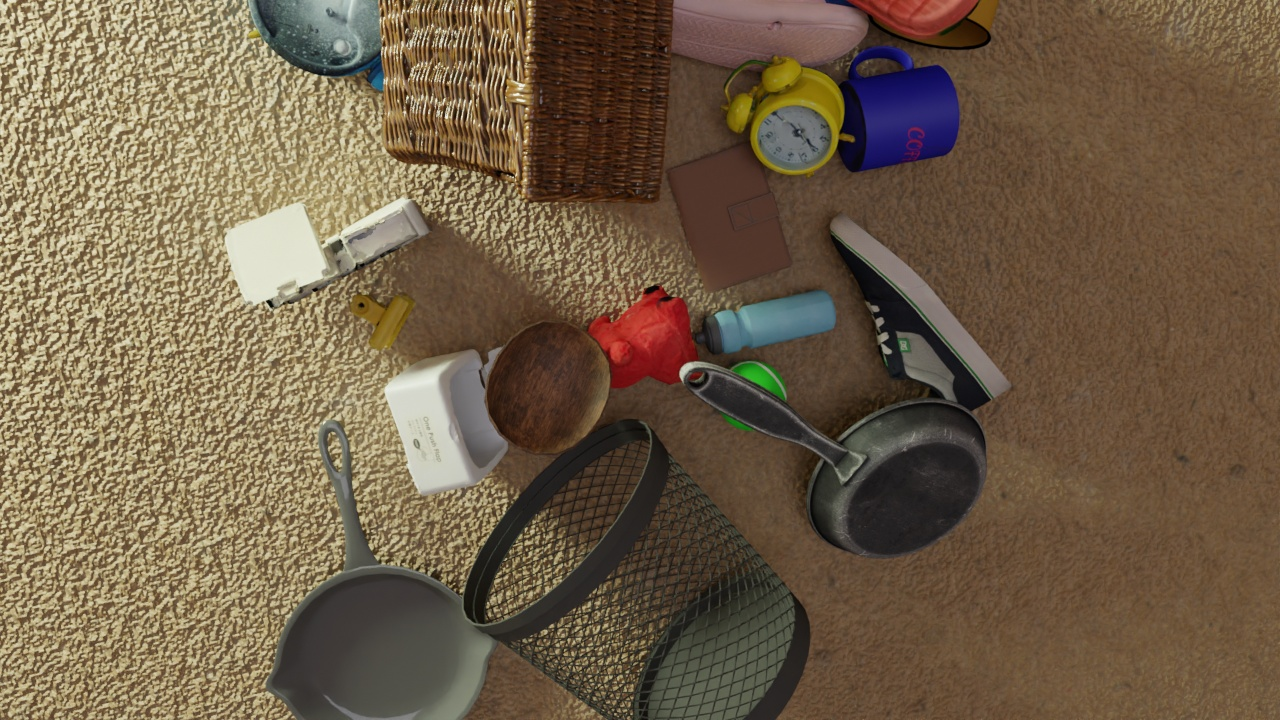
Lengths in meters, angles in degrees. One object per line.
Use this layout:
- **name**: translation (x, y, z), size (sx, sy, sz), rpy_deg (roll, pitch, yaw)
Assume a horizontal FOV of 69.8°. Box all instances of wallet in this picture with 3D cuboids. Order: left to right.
- **wallet**: translation (0.083, -0.131, 0.843), size (0.087, 0.013, 0.121), rpy_deg (-19, 102, -1)

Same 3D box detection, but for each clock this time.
- **clock**: translation (-0.233, -0.284, 0.747), size (0.161, 0.060, 0.117), rpy_deg (15, 98, -12)
- **clock**: translation (0.124, -0.214, 0.792), size (0.118, 0.057, 0.084), rpy_deg (35, 133, -20)

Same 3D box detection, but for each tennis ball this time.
- **tennis ball**: translation (0.103, 0.032, 0.851), size (0.065, 0.065, 0.065), rpy_deg (-1, 101, -7)

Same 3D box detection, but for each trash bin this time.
- **trash bin**: translation (0.003, 0.208, 0.803), size (0.218, 0.217, 0.227), rpy_deg (-44, 107, 2)

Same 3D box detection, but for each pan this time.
- **pan**: translation (-0.254, 0.223, 0.863), size (0.216, 0.024, 0.355), rpy_deg (-10, 103, -6)
- **pan**: translation (0.182, 0.085, 0.838), size (0.356, 0.055, 0.188), rpy_deg (25, 112, -29)

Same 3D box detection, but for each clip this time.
- **clip**: translation (-0.232, -0.040, 0.812), size (0.049, 0.044, 0.054), rpy_deg (27, 99, -37)

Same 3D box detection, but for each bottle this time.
- **bottle**: translation (0.114, -0.034, 0.853), size (0.130, 0.040, 0.040), rpy_deg (-13, 103, -5)

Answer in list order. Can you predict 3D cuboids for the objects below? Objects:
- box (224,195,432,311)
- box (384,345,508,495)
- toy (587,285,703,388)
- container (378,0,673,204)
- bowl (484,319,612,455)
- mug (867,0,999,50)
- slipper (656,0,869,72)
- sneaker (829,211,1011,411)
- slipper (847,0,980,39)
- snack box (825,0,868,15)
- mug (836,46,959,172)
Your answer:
- **box**: translation (-0.243, -0.100, 0.716), size (0.143, 0.186, 0.070), rpy_deg (-29, 103, -8)
- **box**: translation (-0.126, 0.042, 0.799), size (0.137, 0.120, 0.109), rpy_deg (-10, 104, 16)
- **toy**: translation (-0.005, 0.005, 0.828), size (0.133, 0.088, 0.094), rpy_deg (-30, 115, 2)
- **container**: translation (-0.093, -0.251, 0.697), size (0.183, 0.161, 0.250), rpy_deg (11, 104, 35)
- **bowl**: translation (-0.079, 0.023, 0.773), size (0.102, 0.026, 0.114), rpy_deg (32, 78, -14)
- **mug**: translation (0.241, -0.324, 0.761), size (0.124, 0.100, 0.094), rpy_deg (18, 97, 21)
- **slipper**: translation (0.079, -0.288, 0.771), size (0.221, 0.107, 0.055), rpy_deg (7, 82, -3)
- **sneaker**: translation (0.242, -0.034, 0.852), size (0.079, 0.084, 0.235), rpy_deg (-41, 105, 15)
- **slipper**: translation (0.157, -0.343, 0.713), size (0.249, 0.059, 0.103), rpy_deg (42, 94, 23)
- **snack box**: translation (0.169, -0.349, 0.803), size (0.150, 0.027, 0.082), rpy_deg (0, 101, -8)
- **mug**: translation (0.220, -0.228, 0.815), size (0.083, 0.079, 0.111), rpy_deg (-11, 74, -5)
